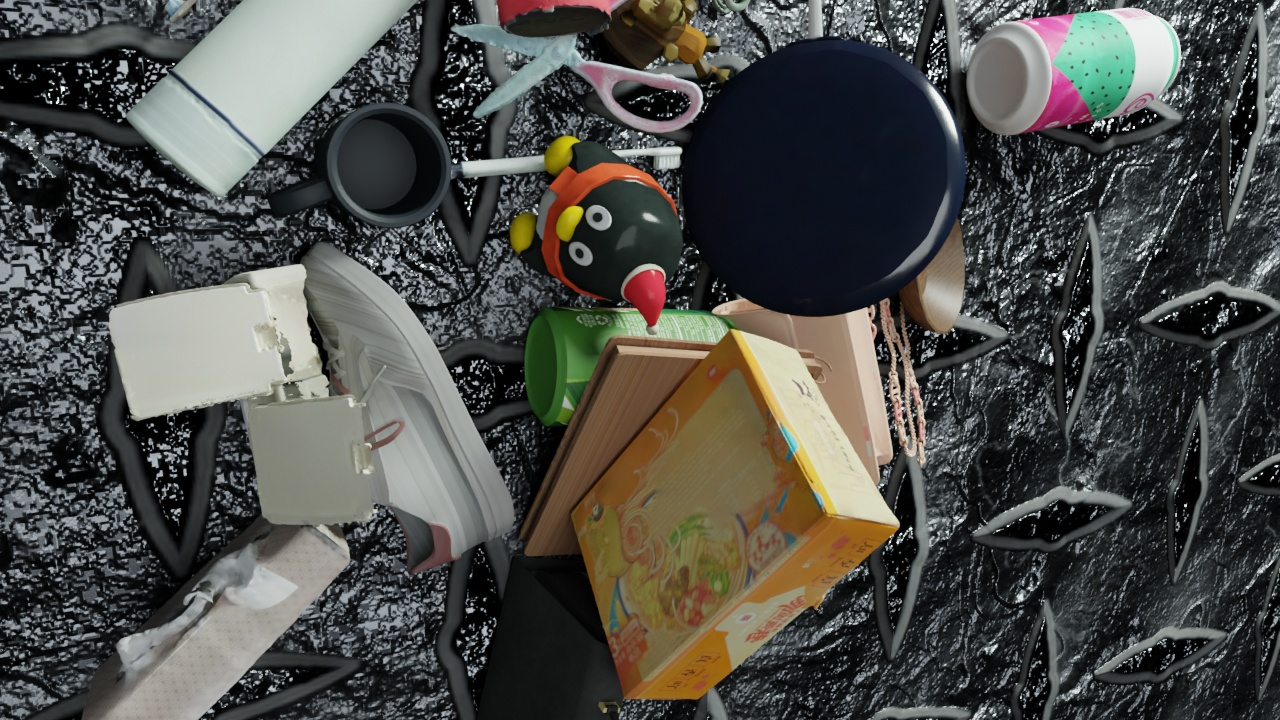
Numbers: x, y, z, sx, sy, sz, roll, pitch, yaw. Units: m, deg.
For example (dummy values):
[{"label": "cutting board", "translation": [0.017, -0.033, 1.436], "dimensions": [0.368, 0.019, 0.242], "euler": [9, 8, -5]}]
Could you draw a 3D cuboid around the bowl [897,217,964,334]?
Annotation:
[{"label": "bowl", "translation": [0.237, -0.080, 0.765], "dimensions": [0.117, 0.030, 0.118], "euler": [0, 90, -53]}]

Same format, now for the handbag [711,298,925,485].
[{"label": "handbag", "translation": [0.151, 0.017, 0.762], "dimensions": [0.186, 0.117, 0.199], "euler": [-36, 115, -54]}]

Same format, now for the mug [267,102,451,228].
[{"label": "mug", "translation": [-0.175, -0.113, 0.559], "dimensions": [0.105, 0.077, 0.071], "euler": [-26, 111, -17]}]

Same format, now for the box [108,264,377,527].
[{"label": "box", "translation": [-0.214, 0.022, 0.491], "dimensions": [0.101, 0.195, 0.143], "euler": [-15, 95, -35]}]

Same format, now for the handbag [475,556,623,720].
[{"label": "handbag", "translation": [-0.046, 0.259, 0.638], "dimensions": [0.072, 0.196, 0.176], "euler": [10, 97, -26]}]

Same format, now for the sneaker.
[{"label": "sneaker", "translation": [-0.169, 0.043, 0.588], "dimensions": [0.089, 0.099, 0.236], "euler": [-38, 117, -28]}]

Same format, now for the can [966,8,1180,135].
[{"label": "can", "translation": [0.360, -0.243, 0.767], "dimensions": [0.165, 0.088, 0.088], "euler": [-14, 107, -21]}]

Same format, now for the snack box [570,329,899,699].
[{"label": "snack box", "translation": [0.053, 0.103, 0.583], "dimensions": [0.080, 0.145, 0.196], "euler": [16, 127, -36]}]

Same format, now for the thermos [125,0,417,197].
[{"label": "thermos", "translation": [-0.193, -0.198, 0.538], "dimensions": [0.230, 0.068, 0.068], "euler": [-49, 116, -8]}]

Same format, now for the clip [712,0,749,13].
[{"label": "clip", "translation": [0.056, -0.286, 0.652], "dimensions": [0.023, 0.047, 0.076], "euler": [-30, 116, -14]}]

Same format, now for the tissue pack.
[{"label": "tissue pack", "translation": [-0.267, 0.158, 0.568], "dimensions": [0.181, 0.104, 0.071], "euler": [-42, 113, -9]}]

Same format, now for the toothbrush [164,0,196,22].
[{"label": "toothbrush", "translation": [-0.212, -0.266, 0.540], "dimensions": [0.024, 0.022, 0.185], "euler": [42, 85, -24]}]

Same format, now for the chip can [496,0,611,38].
[{"label": "chip can", "translation": [-0.066, -0.315, 0.543], "dimensions": [0.073, 0.073, 0.233], "euler": [-9, 96, -22]}]

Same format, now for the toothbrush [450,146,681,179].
[{"label": "toothbrush", "translation": [-0.055, -0.137, 0.646], "dimensions": [0.186, 0.012, 0.017], "euler": [-10, 109, -22]}]

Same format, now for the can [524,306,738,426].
[{"label": "can", "translation": [-0.004, 0.004, 0.661], "dimensions": [0.144, 0.083, 0.083], "euler": [0, 102, -25]}]

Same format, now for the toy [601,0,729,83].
[{"label": "toy", "translation": [0.020, -0.223, 0.630], "dimensions": [0.100, 0.063, 0.076], "euler": [26, 72, -19]}]

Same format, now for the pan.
[{"label": "pan", "translation": [0.124, -0.209, 0.655], "dimensions": [0.199, 0.021, 0.356], "euler": [-1, 85, 18]}]

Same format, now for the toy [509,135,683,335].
[{"label": "toy", "translation": [-0.018, -0.083, 0.615], "dimensions": [0.099, 0.119, 0.098], "euler": [16, 110, -38]}]

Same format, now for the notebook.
[{"label": "notebook", "translation": [0.022, 0.070, 0.662], "dimensions": [0.169, 0.022, 0.211], "euler": [3, 133, -27]}]

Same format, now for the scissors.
[{"label": "scissors", "translation": [-0.032, -0.194, 0.603], "dimensions": [0.173, 0.014, 0.158], "euler": [-34, 102, 11]}]
